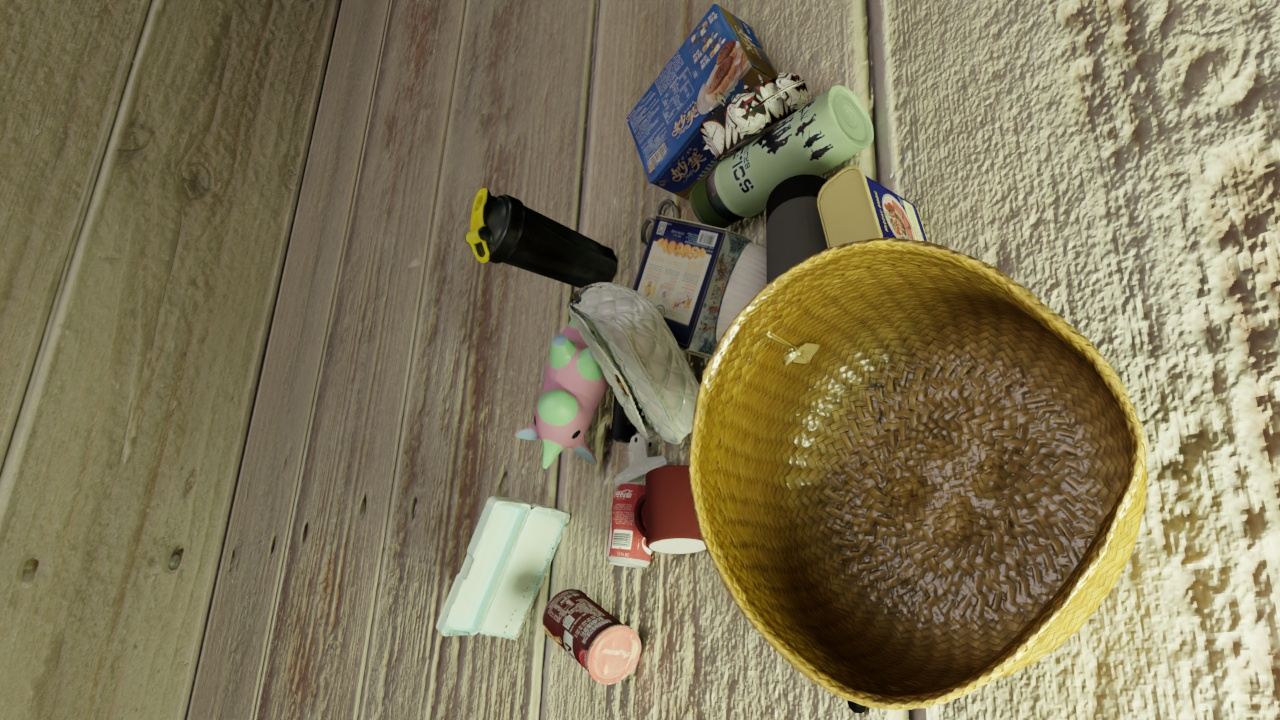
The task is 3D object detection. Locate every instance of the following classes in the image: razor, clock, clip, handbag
[{"bbox_3d":[-0.016,0.032,1.205,0.067,0.054,0.151,2,82,66],"label":"razor"},{"bbox_3d":[0.132,-0.297,1.077,0.065,0.114,0.155,60,158,-4],"label":"clock"},{"bbox_3d":[-0.002,0.120,1.145,0.102,0.050,0.058,-29,65,43],"label":"clip"},{"bbox_3d":[-0.006,0.006,1.075,0.072,0.195,0.139,-38,30,-17],"label":"handbag"}]

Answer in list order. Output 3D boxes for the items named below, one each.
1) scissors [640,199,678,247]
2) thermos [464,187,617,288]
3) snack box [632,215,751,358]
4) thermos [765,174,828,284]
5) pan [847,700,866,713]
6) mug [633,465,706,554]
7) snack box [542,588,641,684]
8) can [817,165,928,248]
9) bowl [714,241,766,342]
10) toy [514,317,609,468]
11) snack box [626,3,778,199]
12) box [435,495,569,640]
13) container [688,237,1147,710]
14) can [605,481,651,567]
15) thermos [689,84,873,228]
[{"bbox_3d":[0.035,-0.143,1.245,0.121,0.012,0.170,-23,60,46],"label":"scissors"},{"bbox_3d":[-0.140,-0.162,1.308,0.098,0.220,0.098,-28,53,44],"label":"thermos"},{"bbox_3d":[0.051,-0.091,1.087,0.144,0.042,0.145,25,100,53],"label":"snack box"},{"bbox_3d":[0.168,-0.084,0.919,0.082,0.082,0.239,-40,29,37],"label":"thermos"},{"bbox_3d":[0.197,0.136,0.855,0.209,0.067,0.355,-16,58,49],"label":"pan"},{"bbox_3d":[0.031,0.174,1.042,0.106,0.073,0.082,-24,55,40],"label":"mug"},{"bbox_3d":[-0.061,0.328,1.100,0.121,0.072,0.072,17,88,56],"label":"snack box"},{"bbox_3d":[0.231,-0.120,0.893,0.057,0.092,0.116,-36,47,39],"label":"can"},{"bbox_3d":[0.131,-0.066,1.012,0.062,0.118,0.118,19,90,15],"label":"bowl"},{"bbox_3d":[-0.085,0.027,1.251,0.171,0.120,0.221,101,-169,-45],"label":"toy"},{"bbox_3d":[0.079,-0.343,1.226,0.203,0.069,0.154,-47,41,31],"label":"snack box"},{"bbox_3d":[-0.185,0.281,1.235,0.041,0.134,0.197,29,98,44],"label":"box"},{"bbox_3d":[0.205,0.081,0.689,0.308,0.196,0.306,-7,77,30],"label":"container"},{"bbox_3d":[-0.010,0.198,1.107,0.054,0.054,0.096,-14,63,51],"label":"can"},{"bbox_3d":[0.155,-0.227,1.066,0.232,0.082,0.082,-28,53,45],"label":"thermos"}]
